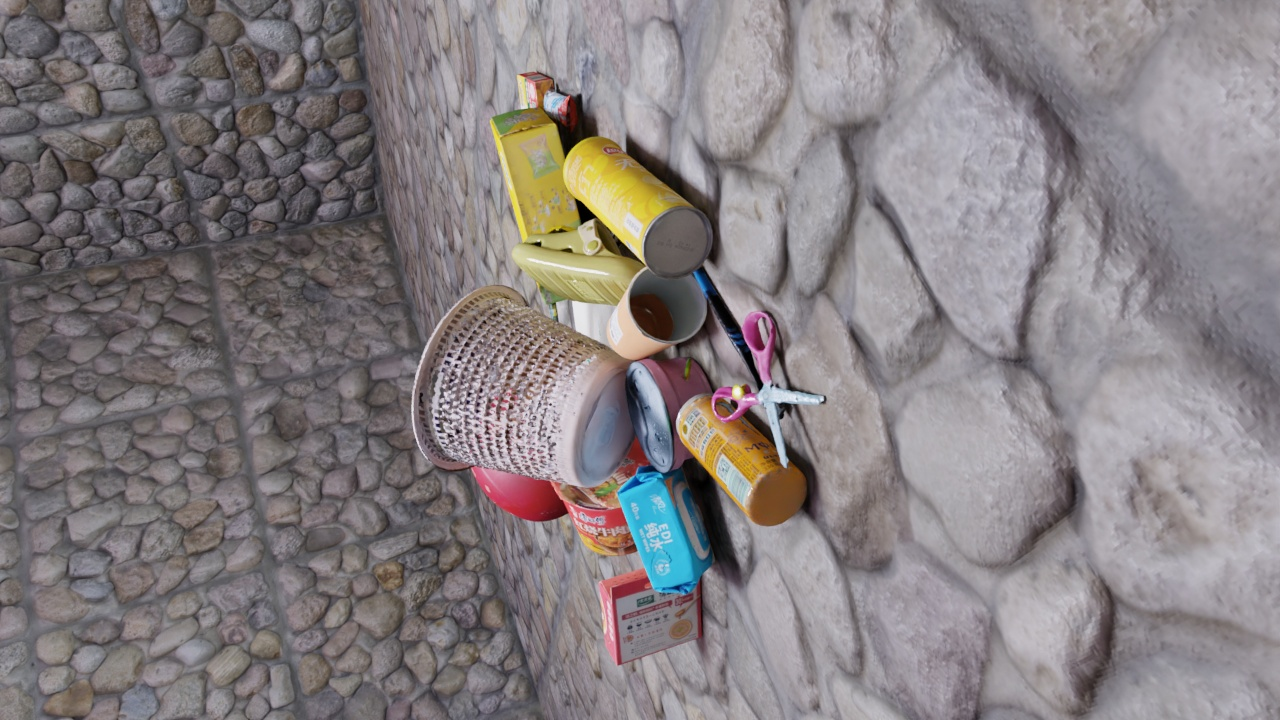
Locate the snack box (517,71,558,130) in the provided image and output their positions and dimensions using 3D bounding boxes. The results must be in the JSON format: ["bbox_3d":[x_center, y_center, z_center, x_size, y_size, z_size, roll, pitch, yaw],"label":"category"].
[{"bbox_3d":[-0.130,-0.296,1.212,0.077,0.027,0.156,-136,36,-56],"label":"snack box"}]

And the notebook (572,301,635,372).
[{"bbox_3d":[-0.045,-0.018,1.151,0.209,0.012,0.150,-142,43,-62],"label":"notebook"}]

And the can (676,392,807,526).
[{"bbox_3d":[0.085,0.084,0.807,0.146,0.058,0.058,-133,34,-56],"label":"can"}]

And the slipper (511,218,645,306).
[{"bbox_3d":[-0.052,-0.109,1.009,0.191,0.081,0.091,15,159,35],"label":"slipper"}]

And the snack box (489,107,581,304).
[{"bbox_3d":[-0.120,-0.193,1.124,0.157,0.070,0.210,-120,15,-65],"label":"snack box"}]

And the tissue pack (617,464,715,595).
[{"bbox_3d":[0.031,0.175,0.983,0.140,0.063,0.090,70,-164,3],"label":"tissue pack"}]

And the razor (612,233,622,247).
[{"bbox_3d":[-0.037,-0.124,1.074,0.143,0.022,0.042,130,122,-68],"label":"razor"}]

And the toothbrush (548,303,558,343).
[{"bbox_3d":[-0.140,-0.084,1.416,0.012,0.017,0.186,-131,31,-68],"label":"toothbrush"}]

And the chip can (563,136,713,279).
[{"bbox_3d":[-0.008,-0.153,0.886,0.213,0.072,0.072,-129,31,-53],"label":"chip can"}]

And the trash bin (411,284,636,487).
[{"bbox_3d":[-0.112,0.045,1.037,0.192,0.226,0.228,17,128,26],"label":"trash bin"}]

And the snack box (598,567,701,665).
[{"bbox_3d":[0.013,0.287,1.088,0.044,0.113,0.127,-129,31,-55],"label":"snack box"}]

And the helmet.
[{"bbox_3d":[-0.167,0.154,1.366,0.207,0.144,0.240,43,175,2],"label":"helmet"}]

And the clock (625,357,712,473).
[{"bbox_3d":[0.027,0.053,0.957,0.159,0.059,0.117,166,89,-70],"label":"clock"}]

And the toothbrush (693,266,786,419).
[{"bbox_3d":[0.083,-0.025,0.806,0.016,0.014,0.189,101,150,-51],"label":"toothbrush"}]

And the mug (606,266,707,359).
[{"bbox_3d":[0.008,-0.041,0.906,0.123,0.078,0.078,143,112,-69],"label":"mug"}]

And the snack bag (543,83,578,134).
[{"bbox_3d":[-0.098,-0.305,1.112,0.104,0.026,0.048,-132,41,-55],"label":"snack bag"}]

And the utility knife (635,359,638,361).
[{"bbox_3d":[-0.007,0.006,1.102,0.031,0.022,0.213,-129,26,-60],"label":"utility knife"}]

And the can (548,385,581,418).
[{"bbox_3d":[-0.103,0.068,1.342,0.094,0.066,0.066,-150,48,-65],"label":"can"}]

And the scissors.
[{"bbox_3d":[0.102,0.021,0.750,0.133,0.017,0.135,3,91,56],"label":"scissors"}]

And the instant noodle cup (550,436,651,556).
[{"bbox_3d":[-0.031,0.161,1.115,0.138,0.137,0.109,-125,19,-48],"label":"instant noodle cup"}]
